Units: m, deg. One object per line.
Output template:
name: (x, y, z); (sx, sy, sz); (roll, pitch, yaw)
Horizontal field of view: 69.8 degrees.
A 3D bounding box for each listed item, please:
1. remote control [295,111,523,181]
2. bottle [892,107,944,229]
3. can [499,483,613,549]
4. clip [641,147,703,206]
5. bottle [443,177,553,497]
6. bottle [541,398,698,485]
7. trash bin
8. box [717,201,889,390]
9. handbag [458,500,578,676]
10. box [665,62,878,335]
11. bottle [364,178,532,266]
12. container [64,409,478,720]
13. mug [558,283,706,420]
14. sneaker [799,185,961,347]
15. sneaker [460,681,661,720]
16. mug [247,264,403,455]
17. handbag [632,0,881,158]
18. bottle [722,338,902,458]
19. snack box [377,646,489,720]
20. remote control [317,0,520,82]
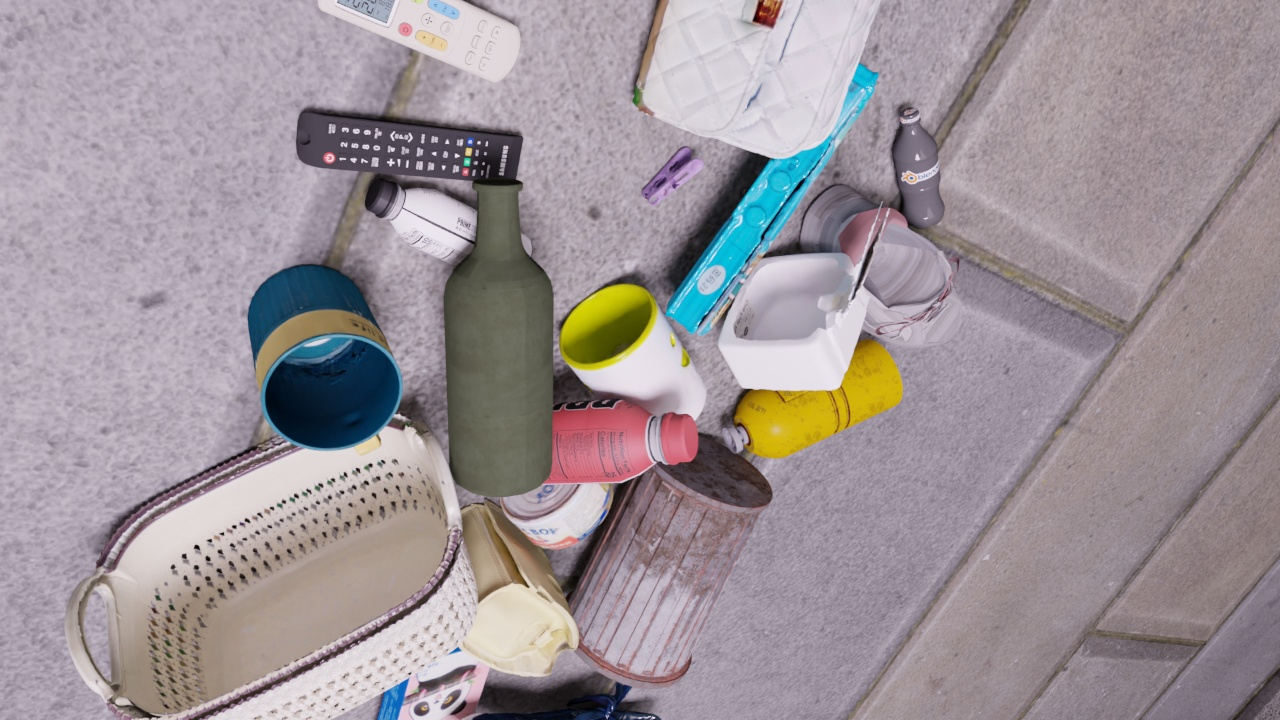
remote control: (-0.145, -0.138, 0.596); (0.146, 0.015, 0.033); (-1, 120, -29)
bottle: (0.235, -0.163, 0.778); (0.036, 0.036, 0.110); (-31, 130, -8)
can: (-0.069, 0.107, 0.754); (0.086, 0.086, 0.043); (-37, 131, -3)
clip: (0.024, -0.136, 0.686); (0.051, 0.033, 0.013); (-44, 132, 4)
bottle: (-0.093, -0.015, 0.608); (0.071, 0.071, 0.207); (-8, 113, -25)
bottle: (-0.044, 0.062, 0.691); (0.177, 0.062, 0.062); (-5, 134, 22)
trash bin: (0.018, 0.182, 0.825); (0.130, 0.131, 0.211); (11, 113, -34)
box: (0.143, -0.043, 0.712); (0.101, 0.190, 0.111); (39, 56, -24)
handbag: (-0.112, 0.189, 0.764); (0.081, 0.119, 0.111); (-46, 127, 3)
box: (0.101, -0.120, 0.699); (0.039, 0.094, 0.227); (36, 102, 3)
bottle: (-0.130, -0.088, 0.620); (0.116, 0.041, 0.041); (24, 106, -38)
container: (-0.234, 0.155, 0.640); (0.251, 0.184, 0.143); (-26, 141, -11)
mug: (-0.004, 0.004, 0.725); (0.082, 0.082, 0.106); (-37, 132, -3)
sneaker: (0.236, -0.062, 0.810); (0.236, 0.089, 0.099); (31, 102, -39)
sneaker: (-0.064, 0.366, 0.899); (0.127, 0.120, 0.294); (-42, 144, 12)
mug: (-0.203, 0.007, 0.599); (0.083, 0.107, 0.114); (-27, 129, -14)
handbag: (0.080, -0.236, 0.589); (0.072, 0.139, 0.195); (-41, 150, -63)
bottle: (0.153, 0.041, 0.846); (0.163, 0.071, 0.071); (-23, 129, -15)
snack box: (-0.193, 0.314, 0.846); (0.087, 0.033, 0.154); (-3, 123, -40)
remote control: (-0.131, -0.208, 0.556); (0.125, 0.018, 0.038); (14, 112, -34)
